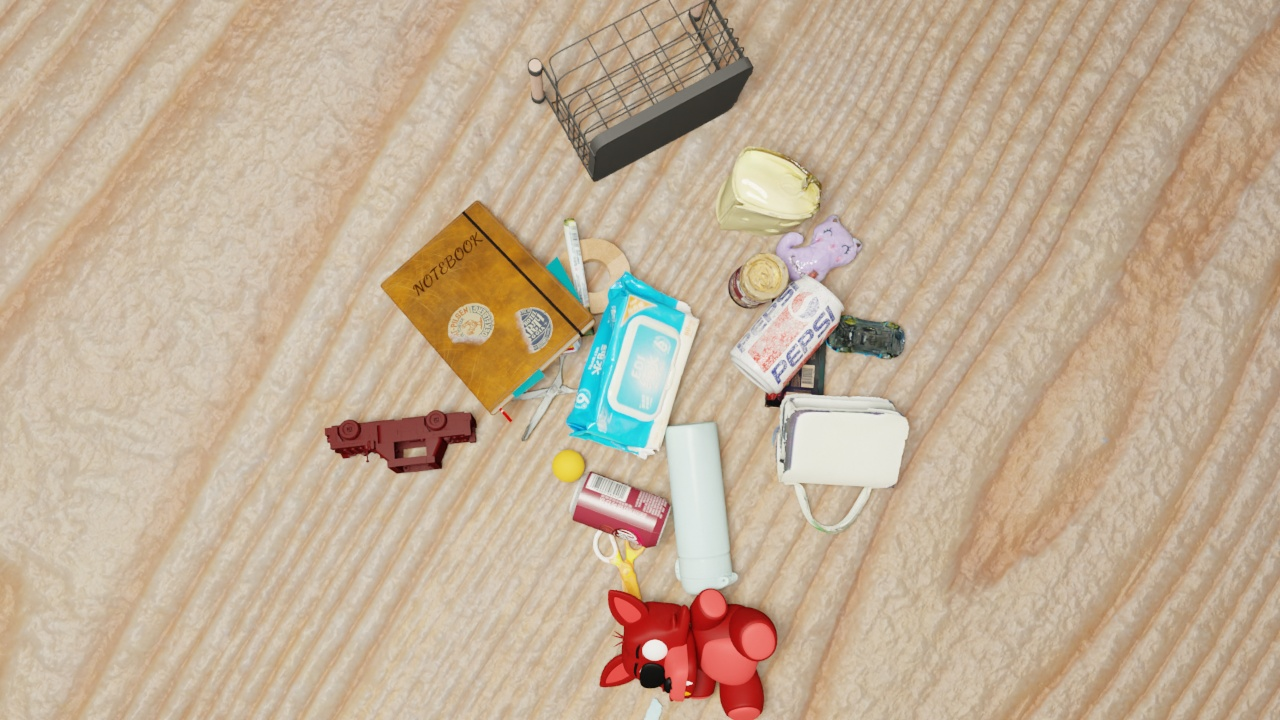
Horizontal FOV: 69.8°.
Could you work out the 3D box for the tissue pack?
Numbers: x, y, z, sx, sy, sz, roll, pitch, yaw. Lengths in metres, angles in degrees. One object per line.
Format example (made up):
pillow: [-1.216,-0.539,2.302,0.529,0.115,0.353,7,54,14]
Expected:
tissue pack: [-0.007,0.007,1.111,0.117,0.066,0.209,20,83,-29]

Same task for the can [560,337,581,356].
can: [-0.129,-0.029,1.113,0.105,0.064,0.064,-15,88,5]

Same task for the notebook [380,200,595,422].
notebook: [-0.174,-0.069,1.092,0.178,0.014,0.249,-43,67,-5]

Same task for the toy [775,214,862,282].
toy: [0.223,-0.141,1.163,0.099,0.036,0.080,-40,86,-4]

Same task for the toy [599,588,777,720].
toy: [0.054,0.345,1.090,0.197,0.120,0.159,5,119,-1]

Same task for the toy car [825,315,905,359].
toy car: [0.283,-0.028,1.164,0.105,0.032,0.048,6,86,-12]

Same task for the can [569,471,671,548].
can: [-0.025,0.181,1.110,0.114,0.063,0.063,20,86,5]

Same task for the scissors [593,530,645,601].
scissors: [-0.024,0.264,1.138,0.073,0.012,0.131,-5,87,-4]

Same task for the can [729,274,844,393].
can: [0.178,-0.031,1.116,0.078,0.078,0.136,41,89,-1]

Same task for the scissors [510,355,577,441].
scissors: [-0.092,0.038,1.144,0.171,0.014,0.141,11,84,-5]

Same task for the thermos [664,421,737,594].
thermos: [0.071,0.180,1.123,0.078,0.065,0.207,-7,88,33]

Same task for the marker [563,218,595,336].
marker: [-0.075,-0.101,1.120,0.017,0.017,0.146,-9,88,-5]

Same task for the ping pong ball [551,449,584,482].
ping pong ball: [-0.089,0.129,1.126,0.040,0.040,0.040,0,87,-4]

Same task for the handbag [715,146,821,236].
handbag: [0.156,-0.199,1.120,0.111,0.119,0.081,15,84,-3]

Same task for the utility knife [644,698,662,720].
utility knife: [-0.013,0.500,1.129,0.030,0.017,0.175,24,83,-12]

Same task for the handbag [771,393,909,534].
handbag: [0.241,0.131,1.146,0.151,0.074,0.176,2,106,-3]

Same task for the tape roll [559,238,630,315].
tape roll: [-0.059,-0.104,1.145,0.094,0.027,0.094,0,87,-4]

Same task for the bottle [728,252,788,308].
bottle: [0.143,-0.096,1.120,0.056,0.105,0.056,0,87,-4]

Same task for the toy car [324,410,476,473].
toy car: [-0.283,0.100,1.098,0.170,0.070,0.061,-6,76,-4]

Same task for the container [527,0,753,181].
container: [0.003,-0.334,1.092,0.241,0.163,0.130,-29,90,-5]

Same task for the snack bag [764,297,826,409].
snack bag: [0.199,-0.013,1.164,0.074,0.018,0.155,5,86,-3]
